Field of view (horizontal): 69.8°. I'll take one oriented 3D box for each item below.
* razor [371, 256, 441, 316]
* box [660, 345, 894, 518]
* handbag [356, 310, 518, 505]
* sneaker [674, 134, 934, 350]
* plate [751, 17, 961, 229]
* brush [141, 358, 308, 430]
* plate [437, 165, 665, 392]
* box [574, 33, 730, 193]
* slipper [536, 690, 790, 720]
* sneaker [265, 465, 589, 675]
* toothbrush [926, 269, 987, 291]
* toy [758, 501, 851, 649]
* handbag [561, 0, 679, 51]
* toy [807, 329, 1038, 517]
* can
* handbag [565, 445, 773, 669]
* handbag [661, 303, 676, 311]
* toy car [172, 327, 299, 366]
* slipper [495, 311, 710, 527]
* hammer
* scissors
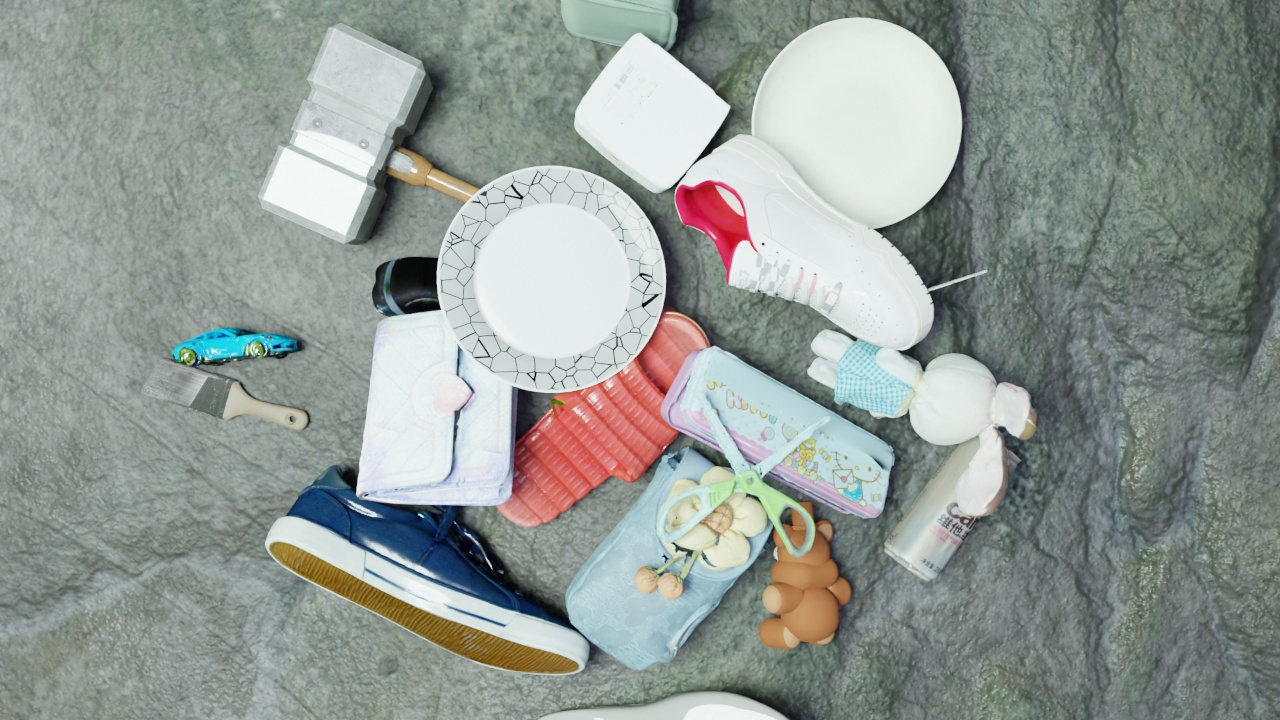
[{"bbox_3d":[-0.164,-0.057,0.813,0.140,0.064,0.052,7,57,-10],"label":"razor"},{"bbox_3d":[0.124,0.063,0.788,0.214,0.065,0.078,28,79,-19],"label":"box"},{"bbox_3d":[-0.169,0.040,0.774,0.126,0.069,0.158,1,66,-3],"label":"handbag"},{"bbox_3d":[0.121,-0.080,0.752,0.104,0.090,0.236,-37,75,-27],"label":"sneaker"},{"bbox_3d":[0.187,-0.205,0.809,0.182,0.034,0.182,0,93,0],"label":"plate"},{"bbox_3d":[-0.375,0.035,0.833,0.151,0.012,0.039,18,93,-1],"label":"brush"},{"bbox_3d":[-0.074,-0.068,0.771,0.188,0.016,0.188,0,88,-6],"label":"plate"},{"bbox_3d":[0.006,-0.214,0.810,0.107,0.091,0.102,37,88,-10],"label":"box"},{"bbox_3d":[0.026,0.359,0.829,0.266,0.080,0.112,-8,72,15],"label":"slipper"},{"bbox_3d":[-0.166,0.176,0.814,0.294,0.121,0.127,29,52,-6],"label":"sneaker"},{"bbox_3d":[0.214,-0.056,0.753,0.010,0.182,0.010,-26,92,-26],"label":"toothbrush"},{"bbox_3d":[0.143,0.192,0.823,0.094,0.065,0.127,2,80,-32],"label":"toy"},{"bbox_3d":[-0.018,-0.310,0.759,0.106,0.122,0.067,8,93,-1],"label":"handbag"},{"bbox_3d":[0.240,0.030,0.796,0.205,0.105,0.131,27,126,27],"label":"toy"},{"bbox_3d":[0.276,0.129,0.819,0.054,0.054,0.135,35,93,-2],"label":"can"},{"bbox_3d":[0.025,0.173,0.789,0.122,0.119,0.192,42,85,-4],"label":"handbag"},{"bbox_3d":[-0.005,0.005,0.828,0.055,0.029,0.120,10,99,-3],"label":"handbag"},{"bbox_3d":[-0.358,-0.013,0.814,0.105,0.048,0.032,-5,89,2],"label":"toy car"},{"bbox_3d":[-0.034,0.062,0.800,0.249,0.059,0.103,-43,102,9],"label":"slipper"},{"bbox_3d":[-0.142,-0.141,0.799,0.317,0.083,0.163,24,93,-9],"label":"hammer"},{"bbox_3d":[0.087,0.096,0.737,0.172,0.021,0.171,-35,104,-5],"label":"scissors"}]
